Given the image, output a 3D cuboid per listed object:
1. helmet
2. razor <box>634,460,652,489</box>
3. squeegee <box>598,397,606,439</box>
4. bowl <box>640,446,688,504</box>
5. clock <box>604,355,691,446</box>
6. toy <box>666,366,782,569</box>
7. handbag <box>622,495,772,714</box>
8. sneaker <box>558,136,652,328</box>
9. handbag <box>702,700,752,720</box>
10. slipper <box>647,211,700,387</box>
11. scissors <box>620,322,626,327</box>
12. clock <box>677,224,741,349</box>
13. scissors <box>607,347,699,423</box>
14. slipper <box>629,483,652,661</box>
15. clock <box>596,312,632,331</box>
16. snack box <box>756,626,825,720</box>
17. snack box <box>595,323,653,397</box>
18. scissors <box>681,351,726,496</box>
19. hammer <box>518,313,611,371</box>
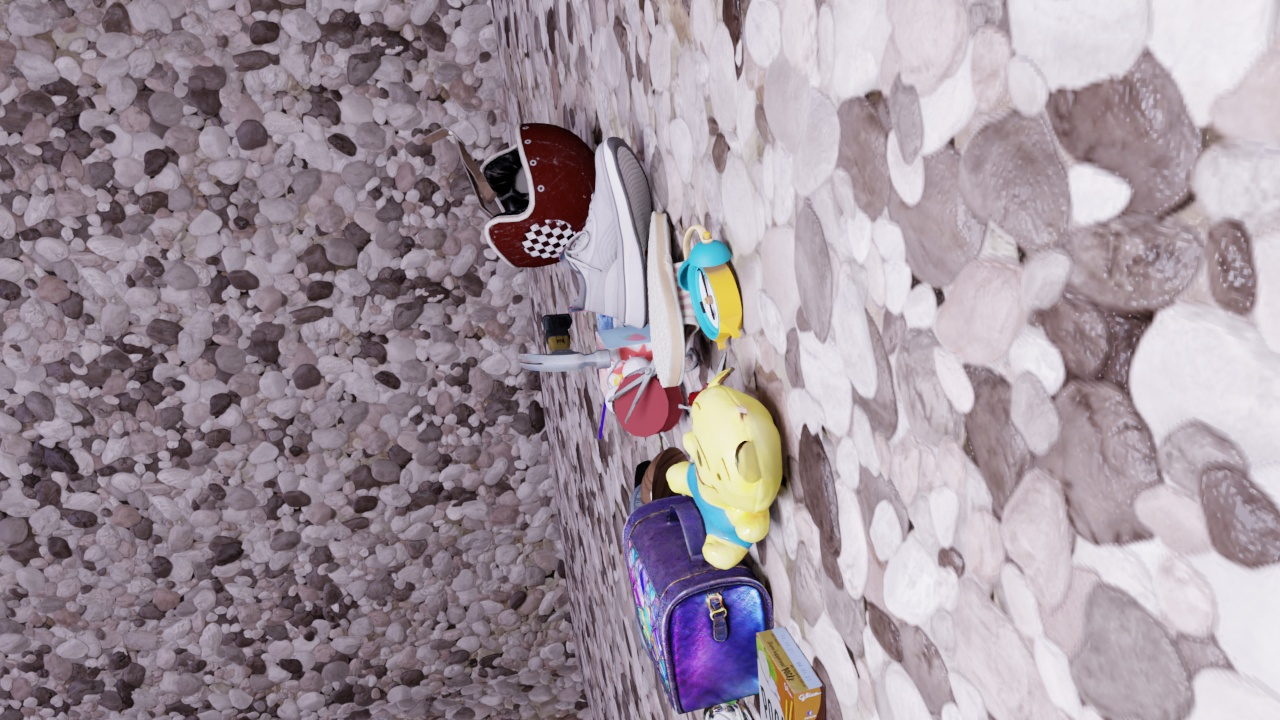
[{"bbox_3d":[-0.183,-0.274,1.504,0.233,0.254,0.234,-103,-14,-46],"label":"helmet"},{"bbox_3d":[0.022,0.222,1.440,0.063,0.053,0.140,46,-155,-45],"label":"razor"},{"bbox_3d":[-0.028,0.046,1.504,0.185,0.055,0.250,37,122,57],"label":"squeegee"},{"bbox_3d":[0.030,0.174,1.211,0.119,0.032,0.119,9,-101,-59],"label":"bowl"},{"bbox_3d":[0.004,0.050,1.209,0.124,0.044,0.087,42,114,23],"label":"clock"},{"bbox_3d":[0.090,0.108,0.919,0.214,0.084,0.149,96,154,-49],"label":"toy"},{"bbox_3d":[0.062,0.269,1.078,0.205,0.125,0.222,-128,29,-68],"label":"handbag"},{"bbox_3d":[-0.051,-0.168,1.220,0.096,0.129,0.263,-64,-26,-56],"label":"sneaker"},{"bbox_3d":[0.120,0.543,1.158,0.138,0.072,0.195,-103,8,-63],"label":"handbag"},{"bbox_3d":[0.040,-0.080,1.096,0.115,0.052,0.262,98,170,-46],"label":"slipper"},{"bbox_3d":[-0.016,-0.044,1.369,0.153,0.012,0.163,45,162,48],"label":"scissors"},{"bbox_3d":[0.073,-0.078,0.961,0.099,0.043,0.129,131,122,-75],"label":"clock"},{"bbox_3d":[0.016,0.000,1.168,0.014,0.142,0.164,33,-129,-43],"label":"scissors"},{"bbox_3d":[0.036,0.308,1.337,0.083,0.101,0.263,90,173,-70],"label":"slipper"},{"bbox_3d":[-0.038,-0.060,1.460,0.089,0.052,0.125,159,105,-73],"label":"clock"},{"bbox_3d":[0.156,0.384,0.944,0.101,0.031,0.186,-129,32,-68],"label":"snack box"},{"bbox_3d":[-0.008,0.007,1.283,0.079,0.093,0.095,-123,27,-66],"label":"snack box"},{"bbox_3d":[0.072,0.076,1.076,0.199,0.015,0.179,-157,77,-83],"label":"scissors"},{"bbox_3d":[-0.118,-0.030,1.327,0.333,0.118,0.025,-124,30,-76],"label":"hammer"}]
